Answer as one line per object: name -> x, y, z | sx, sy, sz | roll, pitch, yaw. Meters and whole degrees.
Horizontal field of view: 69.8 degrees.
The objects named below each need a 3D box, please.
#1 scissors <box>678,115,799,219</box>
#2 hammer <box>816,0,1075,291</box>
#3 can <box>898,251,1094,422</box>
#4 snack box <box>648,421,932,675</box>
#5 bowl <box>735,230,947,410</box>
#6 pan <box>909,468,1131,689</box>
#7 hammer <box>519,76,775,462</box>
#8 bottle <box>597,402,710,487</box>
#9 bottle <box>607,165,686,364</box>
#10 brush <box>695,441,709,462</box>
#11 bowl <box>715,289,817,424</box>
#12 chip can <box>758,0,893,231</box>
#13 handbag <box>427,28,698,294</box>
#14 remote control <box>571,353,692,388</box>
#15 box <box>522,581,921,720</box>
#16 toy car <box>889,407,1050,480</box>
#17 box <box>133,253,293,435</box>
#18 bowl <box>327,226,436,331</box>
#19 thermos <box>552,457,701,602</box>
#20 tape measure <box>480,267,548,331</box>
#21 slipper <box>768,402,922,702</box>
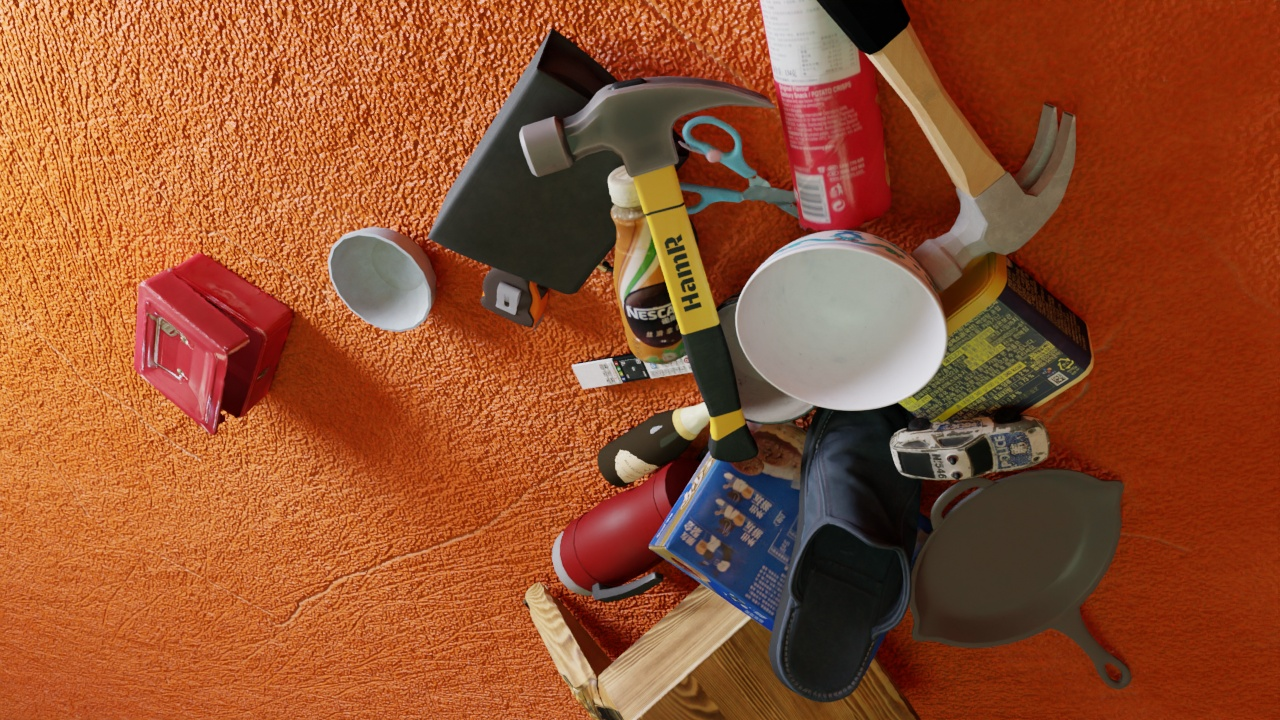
scissors -> 0.075, -0.124, 0.702 | 0.142, 0.015, 0.095 | 32, 126, -19
hammer -> 0.158, -0.187, 0.561 | 0.131, 0.039, 0.328 | -40, 120, 11
can -> 0.254, -0.008, 0.700 | 0.104, 0.075, 0.136 | 36, 130, -10
snack box -> 0.136, 0.156, 0.810 | 0.202, 0.154, 0.069 | 35, 166, -4
bowl -> 0.147, -0.042, 0.658 | 0.144, 0.074, 0.144 | 12, 134, 13
pan -> 0.358, 0.206, 0.820 | 0.217, 0.024, 0.354 | -41, 118, 10
hammer -> 0.041, -0.054, 0.688 | 0.170, 0.034, 0.325 | -16, 119, 4
bottle -> 0.034, 0.065, 0.860 | 0.045, 0.045, 0.185 | 45, 129, -14
bottle -> 0.006, -0.075, 0.726 | 0.059, 0.059, 0.167 | 4, 132, 20
brush -> 0.067, 0.113, 0.905 | 0.039, 0.012, 0.152 | 28, 131, 0
bowl -> 0.105, -0.011, 0.761 | 0.115, 0.059, 0.116 | 8, 120, 15
chip can -> 0.120, -0.201, 0.609 | 0.073, 0.073, 0.233 | -2, 125, 23
handbag -> -0.038, -0.127, 0.738 | 0.195, 0.072, 0.176 | 30, 128, -19
remote control -> -0.005, 0.005, 0.853 | 0.124, 0.011, 0.028 | -10, 121, 28
box -> 0.065, 0.347, 1.017 | 0.279, 0.285, 0.336 | 55, 167, -23
toy car -> 0.246, 0.067, 0.689 | 0.113, 0.040, 0.048 | -10, 126, 24
box -> -0.457, -0.018, 0.976 | 0.130, 0.097, 0.158 | 36, 134, -1
bowl -> -0.236, -0.082, 0.863 | 0.106, 0.039, 0.106 | 11, 128, 14
thermos -> -0.006, 0.181, 0.918 | 0.084, 0.107, 0.199 | 21, 140, -29
tape measure -> -0.113, -0.063, 0.829 | 0.058, 0.038, 0.059 | 26, 131, 2
slipper -> 0.179, 0.144, 0.737 | 0.109, 0.265, 0.083 | 18, 170, -9
